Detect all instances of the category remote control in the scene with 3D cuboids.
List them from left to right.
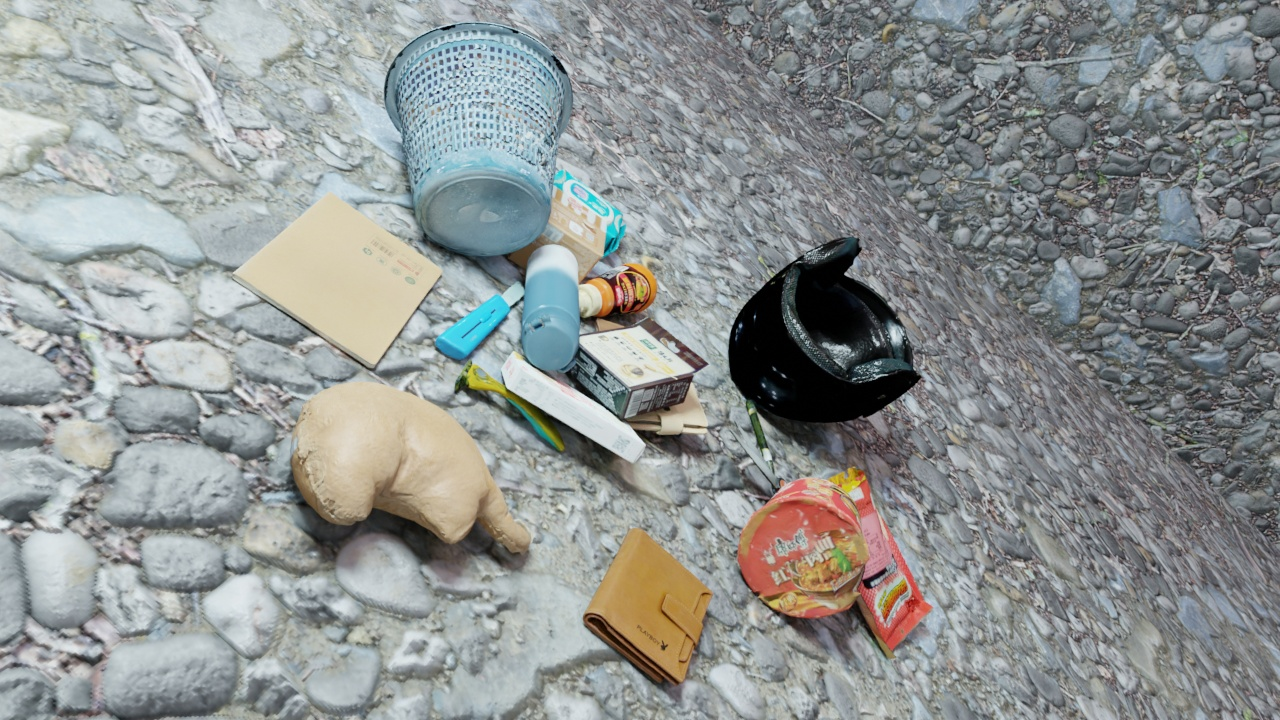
[{"bbox_3d":[-0.161,-0.310,1.358,0.049,0.024,0.124,37,30,-10],"label":"remote control"}]

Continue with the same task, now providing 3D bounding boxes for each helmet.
[{"bbox_3d":[0.260,-0.025,1.291,0.274,0.231,0.233,6,61,-47],"label":"helmet"}]

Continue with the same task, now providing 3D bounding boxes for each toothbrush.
[{"bbox_3d":[0.166,0.119,1.199,0.012,0.017,0.185,22,36,-30],"label":"toothbrush"}]

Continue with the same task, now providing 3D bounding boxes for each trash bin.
[{"bbox_3d":[-0.186,-0.238,1.066,0.226,0.227,0.194,20,50,-36],"label":"trash bin"}]

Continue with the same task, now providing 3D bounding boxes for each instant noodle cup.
[{"bbox_3d":[0.183,0.196,1.011,0.138,0.138,0.108,45,21,3],"label":"instant noodle cup"}]

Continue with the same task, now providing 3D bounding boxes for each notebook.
[{"bbox_3d":[-0.291,-0.087,0.915,0.148,0.008,0.207,35,30,-13],"label":"notebook"}]

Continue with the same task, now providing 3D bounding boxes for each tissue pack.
[{"bbox_3d":[-0.081,-0.205,1.290,0.133,0.050,0.093,35,29,-15],"label":"tissue pack"}]

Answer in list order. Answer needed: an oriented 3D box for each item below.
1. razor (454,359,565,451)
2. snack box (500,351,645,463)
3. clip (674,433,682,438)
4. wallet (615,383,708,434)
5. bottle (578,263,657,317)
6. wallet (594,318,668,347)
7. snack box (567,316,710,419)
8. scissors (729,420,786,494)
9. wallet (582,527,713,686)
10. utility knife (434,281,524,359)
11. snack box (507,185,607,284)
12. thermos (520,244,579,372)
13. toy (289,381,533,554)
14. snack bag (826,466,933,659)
[{"bbox_3d":[-0.126,0.049,0.925,0.132,0.028,0.043,38,26,-12],"label":"razor"},{"bbox_3d":[-0.071,0.049,0.956,0.156,0.027,0.084,34,3,-17],"label":"snack box"},{"bbox_3d":[0.040,0.066,1.108,0.026,0.024,0.056,19,33,-42],"label":"clip"},{"bbox_3d":[0.021,0.052,1.073,0.115,0.024,0.087,8,42,-27],"label":"wallet"},{"bbox_3d":[-0.041,-0.084,1.174,0.066,0.067,0.149,51,37,14],"label":"bottle"},{"bbox_3d":[-0.002,-0.001,1.151,0.115,0.020,0.101,19,37,-32],"label":"wallet"},{"bbox_3d":[-0.006,0.006,1.048,0.125,0.053,0.113,-10,40,-43],"label":"snack box"},{"bbox_3d":[0.178,0.172,1.099,0.234,0.022,0.160,39,33,-28],"label":"scissors"},{"bbox_3d":[0.011,0.227,0.852,0.108,0.031,0.131,40,30,-2],"label":"wallet"},{"bbox_3d":[-0.168,-0.050,1.010,0.034,0.018,0.202,40,28,-4],"label":"utility knife"},{"bbox_3d":[-0.104,-0.153,1.165,0.092,0.077,0.094,32,32,-20],"label":"snack box"},{"bbox_3d":[-0.100,-0.060,1.026,0.070,0.070,0.220,32,22,-20],"label":"thermos"},{"bbox_3d":[-0.176,0.091,0.756,0.225,0.083,0.143,23,39,-37],"label":"toy"},{"bbox_3d":[0.279,0.237,1.105,0.128,0.073,0.208,-23,87,-50],"label":"snack bag"}]
